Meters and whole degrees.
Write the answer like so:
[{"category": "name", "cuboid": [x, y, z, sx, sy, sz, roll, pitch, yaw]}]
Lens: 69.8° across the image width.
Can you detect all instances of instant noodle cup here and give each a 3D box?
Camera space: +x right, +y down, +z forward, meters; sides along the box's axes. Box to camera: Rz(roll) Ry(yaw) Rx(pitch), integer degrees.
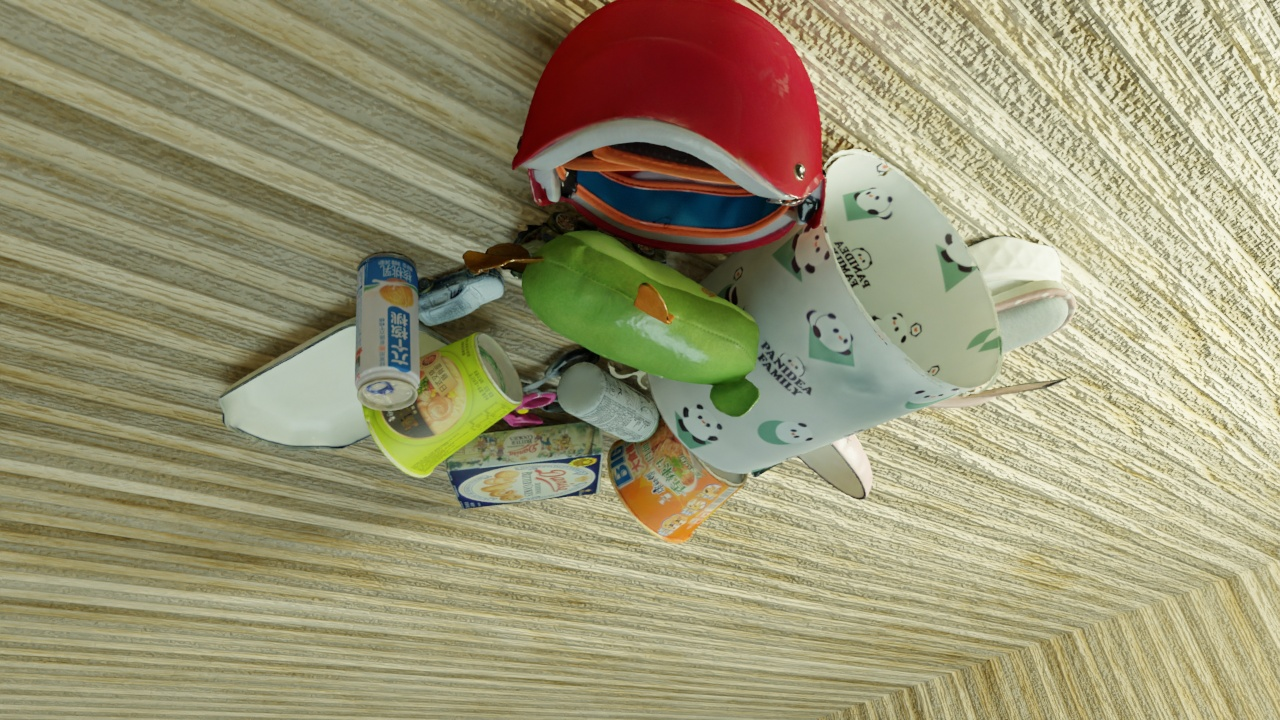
[{"category": "instant noodle cup", "cuboid": [-0.182, 0.034, 0.873, 0.123, 0.111, 0.111, -30, 144, 11]}, {"category": "instant noodle cup", "cuboid": [0.051, 0.129, 1.111, 0.112, 0.151, 0.151, -40, 138, 26]}]

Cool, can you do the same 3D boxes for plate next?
[{"category": "plate", "cuboid": [-0.304, 0.021, 0.938, 0.266, 0.034, 0.162, -26, 145, 23]}, {"category": "plate", "cuboid": [0.198, 0.079, 1.060, 0.039, 0.192, 0.192, -44, 146, -8]}, {"category": "plate", "cuboid": [0.358, -0.053, 0.999, 0.205, 0.045, 0.205, -7, 148, -4]}]

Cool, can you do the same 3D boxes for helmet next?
[{"category": "helmet", "cuboid": [0.030, -0.165, 0.642, 0.207, 0.144, 0.240, 7, 175, 10]}]

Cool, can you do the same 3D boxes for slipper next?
[{"category": "slipper", "cuboid": [0.320, -0.006, 0.959, 0.275, 0.054, 0.114, -20, 139, 10]}]

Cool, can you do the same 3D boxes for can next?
[{"category": "can", "cuboid": [-0.033, 0.049, 1.017, 0.058, 0.058, 0.146, -23, 154, 19]}, {"category": "can", "cuboid": [-0.219, -0.026, 0.796, 0.053, 0.134, 0.053, -7, 148, -5]}]

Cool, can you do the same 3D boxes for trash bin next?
[{"category": "trash bin", "cuboid": [0.151, -0.025, 0.837, 0.229, 0.229, 0.253, 16, 145, -35]}]

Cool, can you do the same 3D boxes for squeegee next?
[{"category": "squeegee", "cuboid": [0.325, 0.034, 1.083, 0.249, 0.040, 0.248, 6, 175, 0]}]

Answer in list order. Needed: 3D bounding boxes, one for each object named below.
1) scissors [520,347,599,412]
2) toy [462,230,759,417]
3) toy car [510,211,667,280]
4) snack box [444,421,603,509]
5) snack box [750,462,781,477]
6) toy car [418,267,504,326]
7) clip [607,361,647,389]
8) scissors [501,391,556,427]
[{"category": "scissors", "cuboid": [-0.120, 0.028, 0.994, 0.160, 0.014, 0.178, -38, 150, 27]}, {"category": "toy", "cuboid": [-0.014, -0.044, 0.719, 0.246, 0.090, 0.227, 24, -179, -7]}, {"category": "toy car", "cuboid": [-0.045, -0.089, 0.837, 0.158, 0.042, 0.070, 9, 143, -31]}, {"category": "snack box", "cuboid": [-0.138, 0.130, 1.116, 0.182, 0.045, 0.178, -5, 158, -7]}, {"category": "snack box", "cuboid": [0.104, 0.056, 1.036, 0.053, 0.125, 0.113, -29, 146, 0]}, {"category": "toy car", "cuboid": [-0.170, -0.061, 0.852, 0.091, 0.034, 0.043, -18, 143, 10]}, {"category": "clip", "cuboid": [-0.002, 0.003, 0.998, 0.070, 0.034, 0.099, -28, 148, 24]}, {"category": "scissors", "cuboid": [-0.155, 0.059, 1.003, 0.133, 0.017, 0.118, -12, 157, -3]}]
